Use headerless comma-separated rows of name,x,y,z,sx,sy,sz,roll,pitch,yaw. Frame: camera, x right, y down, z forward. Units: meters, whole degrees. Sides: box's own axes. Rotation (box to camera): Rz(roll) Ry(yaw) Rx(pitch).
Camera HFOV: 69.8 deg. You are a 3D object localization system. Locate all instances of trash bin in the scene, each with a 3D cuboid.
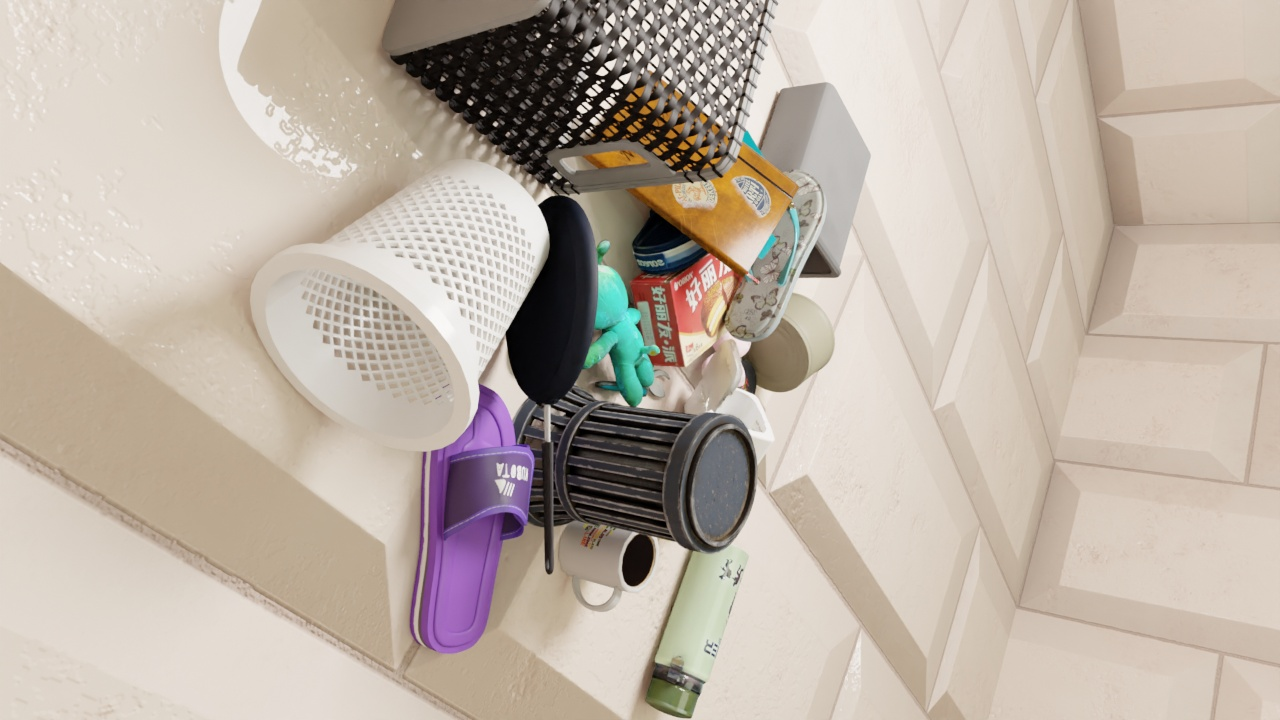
trash bin,-0.006,0.114,0.969,0.164,0.228,0.164,-8,101,-52
trash bin,-0.180,-0.063,0.775,0.199,0.196,0.195,-59,136,-43
trash bin,0.251,-0.264,1.366,0.192,0.098,0.219,42,61,-46

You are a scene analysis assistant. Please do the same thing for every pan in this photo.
pan,-0.090,0.020,0.865,0.021,0.199,0.356,3,82,-29

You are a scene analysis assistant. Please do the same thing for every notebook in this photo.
notebook,0.073,-0.223,1.083,0.249,0.014,0.178,36,59,-5

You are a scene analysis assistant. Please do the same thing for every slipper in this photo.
slipper,-0.153,0.158,0.901,0.107,0.084,0.266,11,85,-52
slipper,0.173,-0.148,1.174,0.055,0.098,0.268,48,53,-49
slipper,0.074,-0.198,1.136,0.252,0.105,0.095,-49,126,-39

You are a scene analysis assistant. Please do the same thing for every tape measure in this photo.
tape measure,0.131,0.035,1.292,0.072,0.042,0.071,-32,113,-41

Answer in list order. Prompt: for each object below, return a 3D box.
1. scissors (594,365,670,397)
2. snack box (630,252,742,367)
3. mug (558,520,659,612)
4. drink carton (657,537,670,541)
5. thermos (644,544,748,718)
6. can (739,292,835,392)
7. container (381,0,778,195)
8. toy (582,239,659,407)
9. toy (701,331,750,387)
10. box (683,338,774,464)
scissors,-0.010,0.011,1.124,0.156,0.019,0.124,-34,121,-47
snack box,0.080,-0.089,1.181,0.235,0.060,0.113,-38,123,-49
mug,-0.041,0.234,1.051,0.073,0.090,0.105,43,61,-46
drink carton,0.016,0.199,1.147,0.134,0.059,0.043,25,74,-52
thermos,0.073,0.356,1.224,0.082,0.082,0.231,45,60,-45
can,0.202,-0.025,1.306,0.073,0.128,0.128,-33,119,-44
container,-0.051,-0.326,0.850,0.243,0.248,0.245,28,72,-47
toy,-0.027,-0.041,1.036,0.193,0.073,0.130,65,35,-24
toy,0.120,-0.019,1.254,0.063,0.047,0.109,17,65,-14
box,0.120,0.044,1.175,0.128,0.108,0.137,21,116,-21
